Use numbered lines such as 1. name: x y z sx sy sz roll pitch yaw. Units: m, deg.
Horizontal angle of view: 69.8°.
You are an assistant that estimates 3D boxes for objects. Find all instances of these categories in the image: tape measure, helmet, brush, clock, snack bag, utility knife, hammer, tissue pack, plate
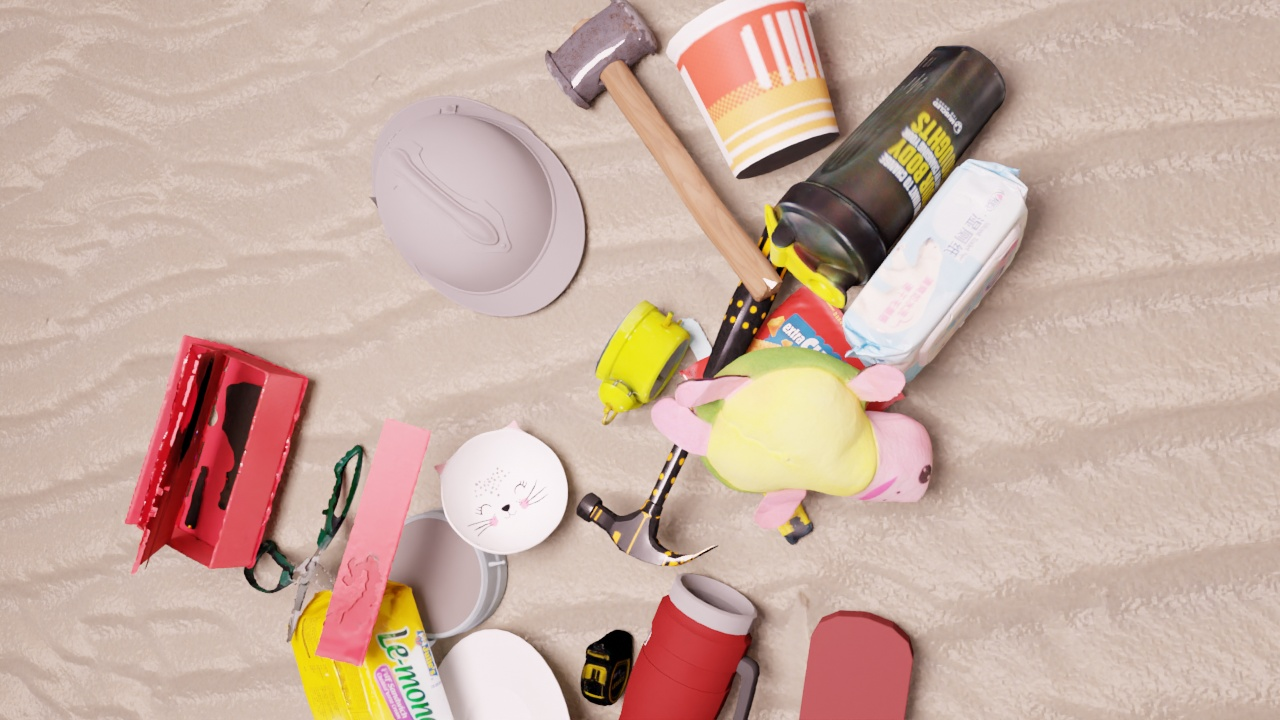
1. tape measure: -0.032 0.277 0.824 0.034 0.061 0.061 9 90 21
2. helmet: -0.183 -0.159 0.859 0.271 0.117 0.183 41 100 17
3. brush: 0.177 0.296 0.765 0.082 0.041 0.173 8 91 18
4. clock: -0.005 0.005 0.815 0.057 0.083 0.119 33 96 10
5. snack bag: -0.249 0.323 0.857 0.160 0.068 0.247 -22 86 43
6. utility knife: 0.089 0.059 0.819 0.030 0.019 0.224 -29 76 7
7. hammer: 0.024 -0.183 0.802 0.098 0.052 0.328 -36 68 14
8. hammer: 0.063 0.021 0.775 0.123 0.036 0.320 26 89 24
9. clock: -0.203 0.213 0.891 0.159 0.045 0.122 -42 76 12
10. tissue pack: 0.227 -0.058 0.714 0.070 0.112 0.182 37 90 20
11. plate: -0.133 0.356 0.847 0.209 0.015 0.208 -10 74 39
12. snack bag: 0.128 0.020 0.792 0.144 0.039 0.130 -36 77 8

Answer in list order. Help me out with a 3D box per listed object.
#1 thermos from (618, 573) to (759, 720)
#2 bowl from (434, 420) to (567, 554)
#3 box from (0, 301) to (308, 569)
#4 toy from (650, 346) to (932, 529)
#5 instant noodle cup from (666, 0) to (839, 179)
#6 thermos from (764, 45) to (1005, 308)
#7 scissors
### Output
1. thermos: 0.039 0.295 0.787 0.108 0.083 0.199 25 98 25
2. bowl: -0.127 0.126 0.853 0.114 0.051 0.114 4 68 -9
3. box: -0.592 0.048 0.945 0.478 0.171 0.214 17 90 -8
4. toy: 0.127 0.055 0.709 0.238 0.087 0.191 15 126 -17
5. instant noodle cup: 0.102 -0.228 0.774 0.123 0.123 0.121 -21 89 16
6. thermos: 0.192 -0.150 0.727 0.098 0.098 0.220 39 82 15
7. scissors: -0.345 0.188 0.923 0.205 0.015 0.201 -20 48 35
